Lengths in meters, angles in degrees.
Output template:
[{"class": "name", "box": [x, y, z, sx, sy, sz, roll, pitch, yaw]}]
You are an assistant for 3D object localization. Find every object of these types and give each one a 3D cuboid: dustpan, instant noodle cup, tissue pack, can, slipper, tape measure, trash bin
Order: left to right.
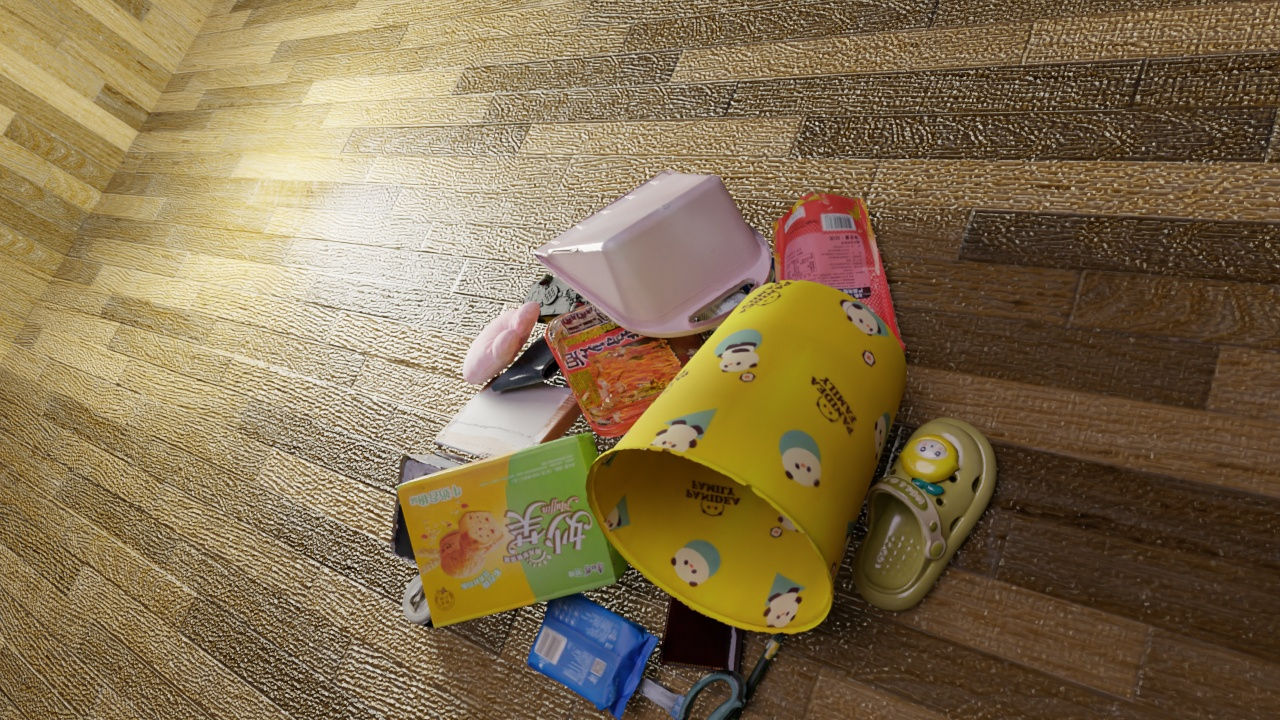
[{"class": "tape measure", "box": [-0.262, 0.297, 1.139, 0.066, 0.033, 0.066, 30, 84, 43]}, {"class": "tissue pack", "box": [-0.052, 0.305, 0.971, 0.157, 0.052, 0.095, 14, 76, 42]}, {"class": "instant noodle cup", "box": [-0.006, 0.006, 1.061, 0.164, 0.079, 0.188, -22, 52, -9]}, {"class": "dustpan", "box": [0.022, -0.121, 1.101, 0.222, 0.139, 0.273, -33, 18, -12]}, {"class": "can", "box": [0.094, -0.064, 1.070, 0.058, 0.058, 0.147, -49, 48, 3]}, {"class": "trash bin", "box": [0.113, 0.074, 0.836, 0.230, 0.230, 0.254, 5, 44, 37]}, {"class": "tape measure", "box": [0.147, -0.094, 1.072, 0.055, 0.025, 0.058, 7, 66, 40]}, {"class": "slipper", "box": [0.252, 0.136, 0.834, 0.092, 0.081, 0.190, 25, 84, 39]}]

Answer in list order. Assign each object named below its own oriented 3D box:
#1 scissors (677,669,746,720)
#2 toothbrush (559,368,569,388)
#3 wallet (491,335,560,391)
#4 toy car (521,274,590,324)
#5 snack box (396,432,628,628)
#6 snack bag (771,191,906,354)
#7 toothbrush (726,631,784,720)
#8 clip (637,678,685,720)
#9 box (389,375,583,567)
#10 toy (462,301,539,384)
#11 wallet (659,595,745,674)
[{"class": "scissors", "box": [0.084, 0.386, 0.846, 0.179, 0.019, 0.172, 23, 88, 34]}, {"class": "toothbrush", "box": [-0.115, 0.093, 1.158, 0.021, 0.029, 0.189, 14, 71, 0]}, {"class": "wallet", "box": [-0.127, -0.005, 1.179, 0.097, 0.019, 0.120, -12, 27, 39]}, {"class": "toy car", "box": [-0.099, -0.084, 1.229, 0.156, 0.041, 0.071, -2, 64, 43]}, {"class": "snack box", "box": [-0.135, 0.177, 0.971, 0.210, 0.070, 0.157, -16, 87, 10]}, {"class": "snack bag", "box": [0.207, -0.082, 1.001, 0.129, 0.073, 0.207, -12, 63, 16]}, {"class": "toothbrush", "box": [0.124, 0.285, 0.885, 0.012, 0.017, 0.185, 28, 85, 39]}, {"class": "clip", "box": [0.025, 0.340, 0.924, 0.057, 0.029, 0.024, 22, 81, 31]}, {"class": "box", "box": [-0.193, 0.136, 1.118, 0.179, 0.124, 0.273, 10, 71, 43]}, {"class": "toy", "box": [-0.180, -0.024, 1.194, 0.121, 0.054, 0.160, -58, 15, -24]}, {"class": "wallet", "box": [0.067, 0.254, 0.940, 0.097, 0.020, 0.122, -7, 63, 38]}]
